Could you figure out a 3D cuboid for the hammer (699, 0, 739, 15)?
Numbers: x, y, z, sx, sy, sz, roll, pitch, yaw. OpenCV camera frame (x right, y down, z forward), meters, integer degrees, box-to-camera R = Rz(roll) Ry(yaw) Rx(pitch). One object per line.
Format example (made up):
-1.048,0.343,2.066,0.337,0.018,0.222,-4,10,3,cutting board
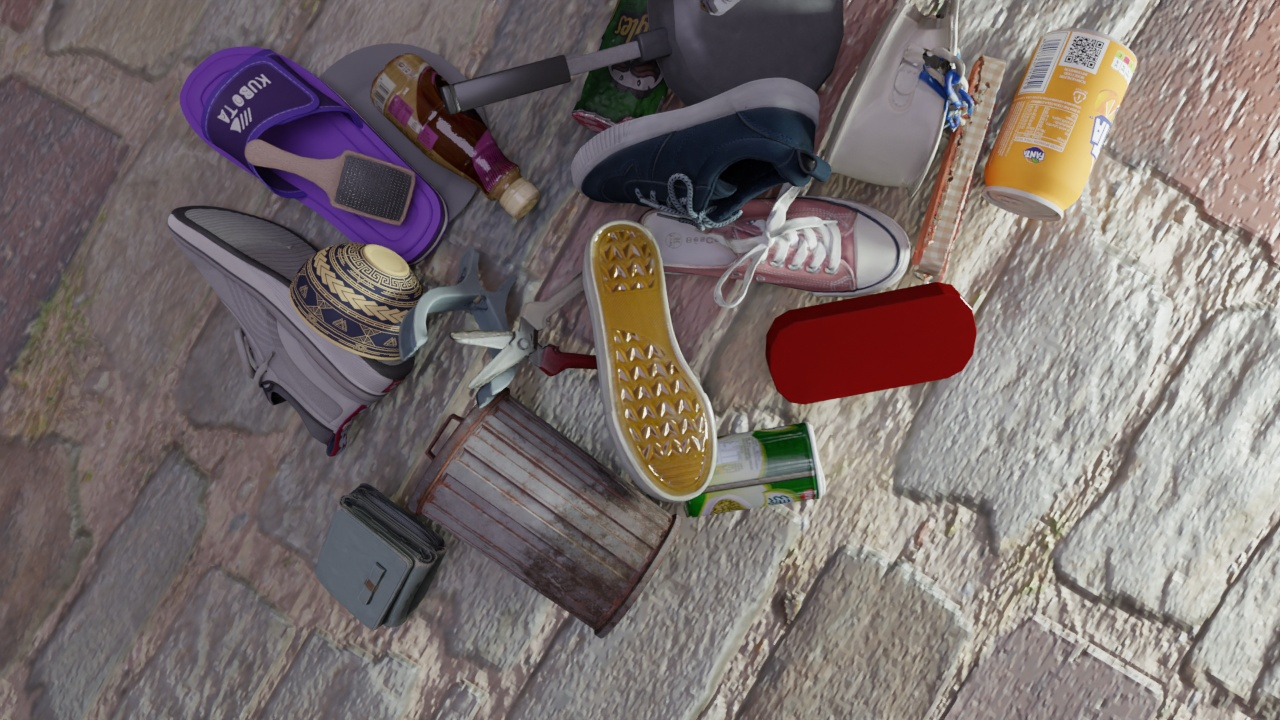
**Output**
-0.004,-0.328,0.706,0.147,0.028,0.316,-38,45,6,hammer

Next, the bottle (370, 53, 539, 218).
-0.156,-0.189,0.793,0.166,0.059,0.059,44,94,2,bottle

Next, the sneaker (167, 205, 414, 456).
-0.325,-0.033,0.815,0.263,0.096,0.129,40,112,10,sneaker

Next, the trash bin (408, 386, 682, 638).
-0.086,0.122,0.779,0.211,0.130,0.131,35,94,1,trash bin

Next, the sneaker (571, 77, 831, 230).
0.041,-0.147,0.726,0.236,0.089,0.087,-9,73,41,sneaker

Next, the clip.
-0.121,-0.018,0.771,0.141,0.171,0.029,41,122,-14,clip

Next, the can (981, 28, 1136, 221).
0.343,-0.194,0.759,0.079,0.079,0.142,22,93,3,can

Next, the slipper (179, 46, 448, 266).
-0.291,-0.184,0.791,0.266,0.084,0.107,38,94,2,slipper

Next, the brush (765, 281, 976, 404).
0.193,-0.018,0.784,0.173,0.041,0.082,-11,120,5,brush

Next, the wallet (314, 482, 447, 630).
-0.228,0.173,0.798,0.100,0.054,0.132,32,130,2,wallet

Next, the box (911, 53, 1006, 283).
0.266,-0.157,0.772,0.043,0.083,0.187,17,95,10,box

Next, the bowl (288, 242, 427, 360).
-0.223,-0.060,0.759,0.112,0.112,0.061,37,112,2,bowl

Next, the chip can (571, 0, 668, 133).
0.015,-0.299,0.784,0.075,0.075,0.223,22,94,3,chip can

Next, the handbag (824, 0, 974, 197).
0.217,-0.231,0.706,0.093,0.200,0.200,20,115,6,handbag

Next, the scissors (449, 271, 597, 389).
-0.071,-0.023,0.771,0.193,0.015,0.179,35,53,-34,scissors

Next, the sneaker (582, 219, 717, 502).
-0.004,0.005,0.766,0.087,0.079,0.235,-13,85,-18,sneaker

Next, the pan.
0.015,-0.252,0.730,0.356,0.041,0.179,-21,108,-17,pan

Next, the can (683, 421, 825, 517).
0.094,0.095,0.794,0.121,0.067,0.067,-10,91,5,can

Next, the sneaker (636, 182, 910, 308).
0.110,-0.101,0.776,0.241,0.088,0.118,3,92,5,sneaker

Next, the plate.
-0.225,-0.197,0.836,0.178,0.012,0.178,0,92,4,plate

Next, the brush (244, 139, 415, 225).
-0.258,-0.154,0.761,0.135,0.015,0.050,16,98,-17,brush
